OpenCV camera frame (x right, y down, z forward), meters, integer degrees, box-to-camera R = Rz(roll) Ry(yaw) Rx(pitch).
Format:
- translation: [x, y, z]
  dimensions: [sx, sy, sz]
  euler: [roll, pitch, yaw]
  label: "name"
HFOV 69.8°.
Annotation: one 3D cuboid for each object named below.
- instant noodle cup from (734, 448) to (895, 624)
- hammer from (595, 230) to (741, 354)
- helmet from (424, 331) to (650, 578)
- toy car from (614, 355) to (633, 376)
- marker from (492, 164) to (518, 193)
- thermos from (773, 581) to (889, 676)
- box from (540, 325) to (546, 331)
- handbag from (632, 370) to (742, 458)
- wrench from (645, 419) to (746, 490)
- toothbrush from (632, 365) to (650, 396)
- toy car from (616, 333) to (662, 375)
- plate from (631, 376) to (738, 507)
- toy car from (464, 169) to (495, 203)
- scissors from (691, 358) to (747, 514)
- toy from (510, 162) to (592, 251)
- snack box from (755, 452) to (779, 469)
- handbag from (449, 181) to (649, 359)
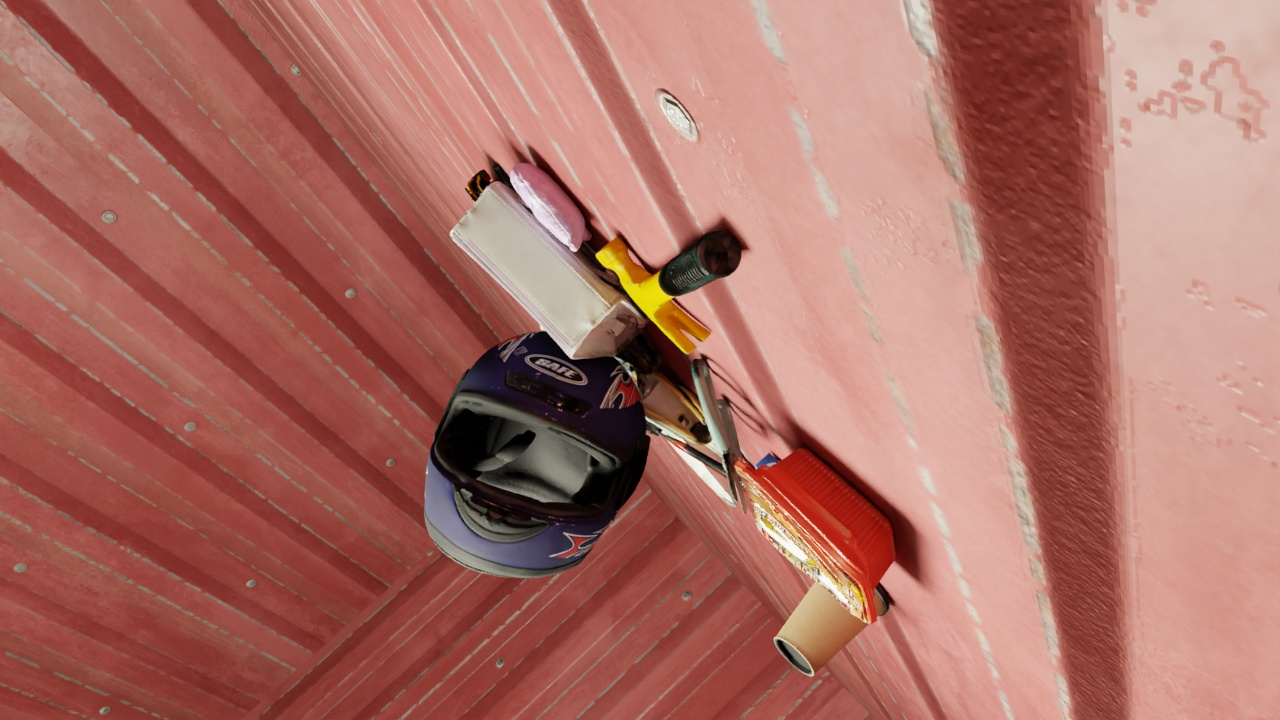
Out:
- translation: [0.175, 0.160, 0.881]
  dimensions: [0.164, 0.079, 0.189]
  euler: [43, 172, 32]
  label: "instant noodle cup"
- translation: [0.029, -0.066, 0.753]
  dimensions: [0.129, 0.033, 0.301]
  euler: [49, 172, -5]
  label: "hammer"
- translation: [-0.114, 0.088, 1.064]
  dimensions: [0.247, 0.240, 0.315]
  euler: [19, -171, 4]
  label: "helmet"
- translation: [-0.031, 0.022, 1.494]
  dimensions: [0.054, 0.036, 0.120]
  euler: [41, 172, 41]
  label: "toy car"
- translation: [-0.145, -0.194, 1.150]
  dimensions: [0.124, 0.015, 0.018]
  euler: [54, 168, -22]
  label: "marker"
- translation: [0.230, 0.306, 1.106]
  dimensions: [0.093, 0.143, 0.093]
  euler: [41, 158, 20]
  label: "thermos"
- translation: [-0.103, -0.083, 1.188]
  dimensions: [0.184, 0.062, 0.090]
  euler: [-161, 52, -76]
  label: "box"
- translation: [0.059, 0.079, 1.244]
  dimensions: [0.178, 0.063, 0.163]
  euler: [34, 174, -8]
  label: "handbag"
- translation: [0.074, 0.126, 1.220]
  dimensions: [0.273, 0.016, 0.056]
  euler: [30, 174, 5]
  label: "wrench"
- translation: [-0.007, 0.007, 1.202]
  dimensions: [0.017, 0.016, 0.187]
  euler: [32, -167, -17]
  label: "toothbrush"
- translation: [-0.025, -0.031, 1.187]
  dimensions: [0.070, 0.042, 0.158]
  euler: [54, 173, -32]
  label: "toy car"
- translation: [0.068, 0.117, 1.414]
  dimensions: [0.265, 0.034, 0.162]
  euler: [50, 172, -8]
  label: "plate"
- translation: [-0.188, -0.203, 1.192]
  dimensions: [0.071, 0.041, 0.156]
  euler: [51, -177, -4]
  label: "toy car"
- translation: [0.082, 0.072, 0.955]
  dimensions: [0.177, 0.019, 0.169]
  euler: [-90, -22, -57]
  label: "scissors"
- translation: [-0.090, -0.159, 0.932]
  dimensions: [0.108, 0.039, 0.083]
  euler: [47, -166, -4]
  label: "toy"
- translation: [0.186, 0.173, 1.073]
  dimensions: [0.084, 0.026, 0.157]
  euler: [42, 170, 36]
  label: "snack box"
- translation: [-0.090, -0.096, 1.009]
  dimensions: [0.197, 0.098, 0.145]
  euler: [45, -172, 14]
  label: "handbag"
